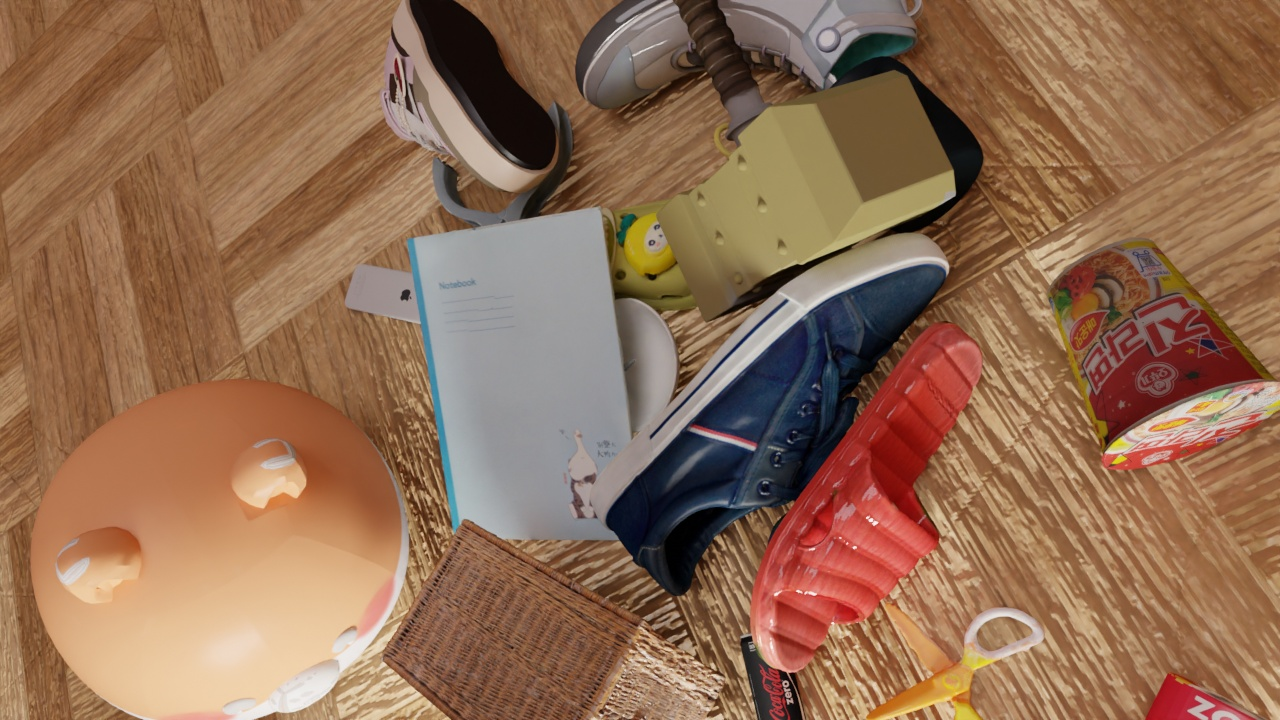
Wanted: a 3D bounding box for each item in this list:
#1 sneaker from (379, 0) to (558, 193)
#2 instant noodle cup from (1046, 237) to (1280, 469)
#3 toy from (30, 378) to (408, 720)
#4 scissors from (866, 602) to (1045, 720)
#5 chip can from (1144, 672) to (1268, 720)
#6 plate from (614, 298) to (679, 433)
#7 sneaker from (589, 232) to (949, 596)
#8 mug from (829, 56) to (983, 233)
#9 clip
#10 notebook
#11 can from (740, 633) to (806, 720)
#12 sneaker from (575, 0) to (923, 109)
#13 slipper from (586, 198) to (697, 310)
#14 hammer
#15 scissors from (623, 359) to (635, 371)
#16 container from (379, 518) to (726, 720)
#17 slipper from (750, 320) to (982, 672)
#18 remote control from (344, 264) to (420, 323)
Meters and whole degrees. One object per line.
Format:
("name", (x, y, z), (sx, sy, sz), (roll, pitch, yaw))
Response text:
("sneaker", (-0.171, -0.214, 0.799), (0.117, 0.111, 0.293), (-52, 47, 24))
("instant noodle cup", (0.293, -0.007, 0.535), (0.100, 0.100, 0.112), (-26, 59, 19))
("toy", (-0.311, 0.142, 0.696), (0.262, 0.281, 0.265), (-30, 76, -20))
("scissors", (0.200, 0.200, 0.574), (0.131, 0.011, 0.125), (-44, 64, 9))
("chip can", (0.267, 0.281, 0.486), (0.069, 0.069, 0.220), (26, 90, 30))
("plate", (-0.004, 0.004, 0.710), (0.104, 0.026, 0.104), (1, 92, 44))
("sneaker", (0.102, 0.050, 0.599), (0.295, 0.120, 0.127), (-46, 57, 16))
("mug", (0.172, -0.153, 0.615), (0.085, 0.122, 0.094), (-34, 64, -4))
("clip", (-0.140, -0.155, 0.831), (0.165, 0.031, 0.168), (11, 81, 31))
("notebook", (-0.092, 0.019, 0.719), (0.181, 0.009, 0.253), (-5, 97, 26))
("can", (0.090, 0.222, 0.613), (0.032, 0.031, 0.080), (-20, 69, 21))
("sneaker", (0.079, -0.235, 0.710), (0.257, 0.093, 0.160), (-30, 74, 19))
("slipper", (-0.021, -0.090, 0.723), (0.191, 0.081, 0.091), (-1, 74, 29))
("hammer", (0.049, -0.209, 0.602), (0.325, 0.100, 0.191), (65, 153, 4))
("scissors", (-0.063, 0.042, 0.733), (0.119, 0.019, 0.151), (21, 101, 37))
("container", (-0.062, 0.205, 0.615), (0.199, 0.114, 0.112), (18, 69, 42))
("slipper", (0.153, 0.092, 0.574), (0.059, 0.103, 0.249), (31, 90, 44))
("remote control", (-0.218, -0.060, 0.856), (0.147, 0.008, 0.045), (12, 82, 29))
